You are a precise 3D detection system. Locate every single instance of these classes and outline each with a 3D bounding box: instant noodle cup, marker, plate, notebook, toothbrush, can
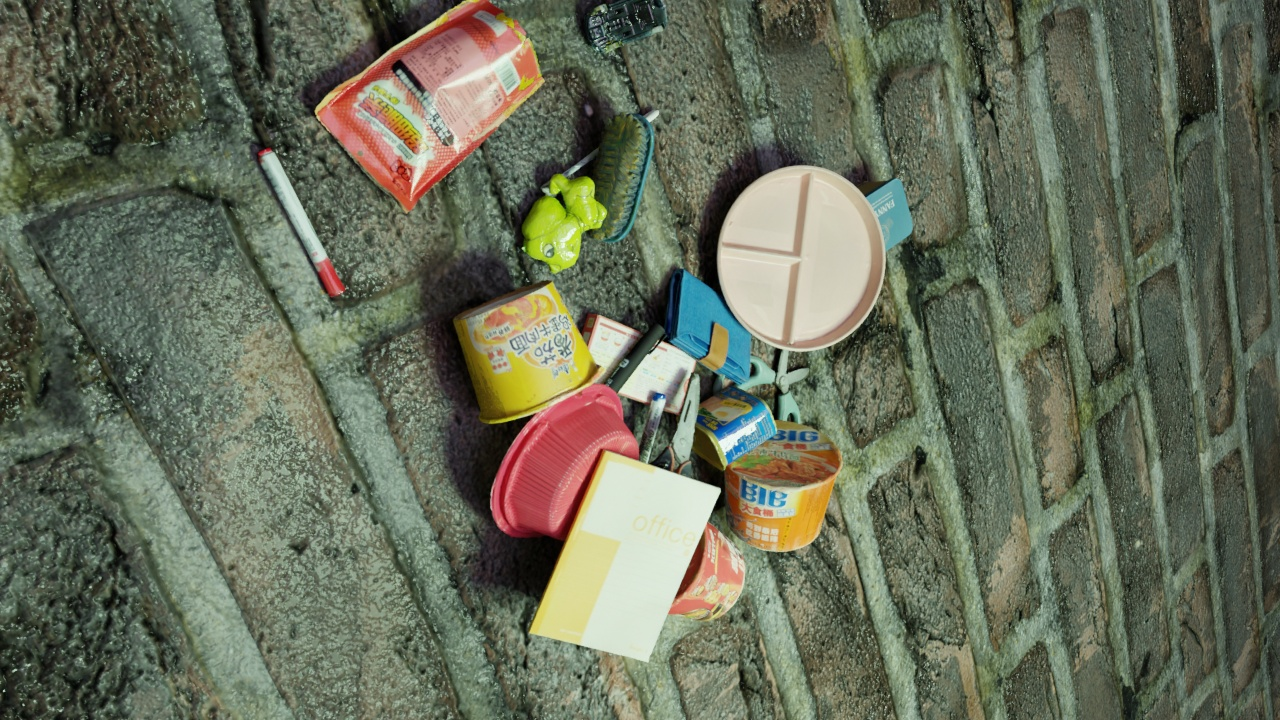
[{"bbox_3d":[-0.120,-0.013,0.939,0.137,0.138,0.110,-27,103,-30],"label":"instant noodle cup"},{"bbox_3d":[-0.314,-0.127,0.852,0.017,0.017,0.145,-33,114,-27],"label":"marker"},{"bbox_3d":[0.199,-0.126,1.147,0.229,0.028,0.229,-1,94,-16],"label":"plate"},{"bbox_3d":[-0.015,0.207,0.961,0.145,0.010,0.206,22,94,-24],"label":"notebook"},{"bbox_3d":[-0.067,0.122,0.982,0.193,0.066,0.194,-37,145,-32],"label":"instant noodle cup"},{"bbox_3d":[-0.042,-0.234,1.030,0.179,0.016,0.016,-41,125,-23],"label":"toothbrush"},{"bbox_3d":[0.104,0.079,1.112,0.083,0.102,0.057,-30,113,-15],"label":"can"},{"bbox_3d":[-0.017,0.012,1.043,0.022,0.020,0.131,44,75,-19],"label":"marker"},{"bbox_3d":[0.053,0.243,1.095,0.108,0.138,0.137,35,76,-41],"label":"instant noodle cup"},{"bbox_3d":[0.005,0.108,1.090,0.016,0.017,0.146,7,104,-36],"label":"marker"},{"bbox_3d":[0.171,0.160,1.152,0.151,0.151,0.112,-19,125,-32],"label":"instant noodle cup"}]

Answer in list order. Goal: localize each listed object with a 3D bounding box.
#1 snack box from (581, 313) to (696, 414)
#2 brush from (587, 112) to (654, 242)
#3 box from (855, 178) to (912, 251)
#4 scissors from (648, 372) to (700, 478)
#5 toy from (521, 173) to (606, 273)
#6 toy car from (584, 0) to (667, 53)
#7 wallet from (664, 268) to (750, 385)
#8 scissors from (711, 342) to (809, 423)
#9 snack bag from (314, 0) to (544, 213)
[{"bbox_3d":[-0.006,0.006,1.080,0.155,0.027,0.077,22,84,-35],"label":"snack box"},{"bbox_3d":[-0.019,-0.201,1.020,0.073,0.055,0.144,-16,124,-66],"label":"brush"},{"bbox_3d":[0.292,-0.179,1.243,0.183,0.064,0.090,-35,115,-25],"label":"box"},{"bbox_3d":[0.031,0.099,1.035,0.181,0.015,0.209,-7,75,-38],"label":"scissors"},{"bbox_3d":[-0.086,-0.149,0.988,0.100,0.031,0.097,-25,102,-2],"label":"toy"},{"bbox_3d":[-0.016,-0.376,1.018,0.105,0.031,0.049,-30,113,-27],"label":"toy car"},{"bbox_3d":[0.085,-0.039,1.117,0.133,0.040,0.106,31,53,-34],"label":"wallet"},{"bbox_3d":[0.162,0.062,1.212,0.174,0.019,0.170,-8,100,-35],"label":"scissors"},{"bbox_3d":[-0.197,-0.256,0.893,0.207,0.073,0.128,-45,115,-16],"label":"snack bag"}]
